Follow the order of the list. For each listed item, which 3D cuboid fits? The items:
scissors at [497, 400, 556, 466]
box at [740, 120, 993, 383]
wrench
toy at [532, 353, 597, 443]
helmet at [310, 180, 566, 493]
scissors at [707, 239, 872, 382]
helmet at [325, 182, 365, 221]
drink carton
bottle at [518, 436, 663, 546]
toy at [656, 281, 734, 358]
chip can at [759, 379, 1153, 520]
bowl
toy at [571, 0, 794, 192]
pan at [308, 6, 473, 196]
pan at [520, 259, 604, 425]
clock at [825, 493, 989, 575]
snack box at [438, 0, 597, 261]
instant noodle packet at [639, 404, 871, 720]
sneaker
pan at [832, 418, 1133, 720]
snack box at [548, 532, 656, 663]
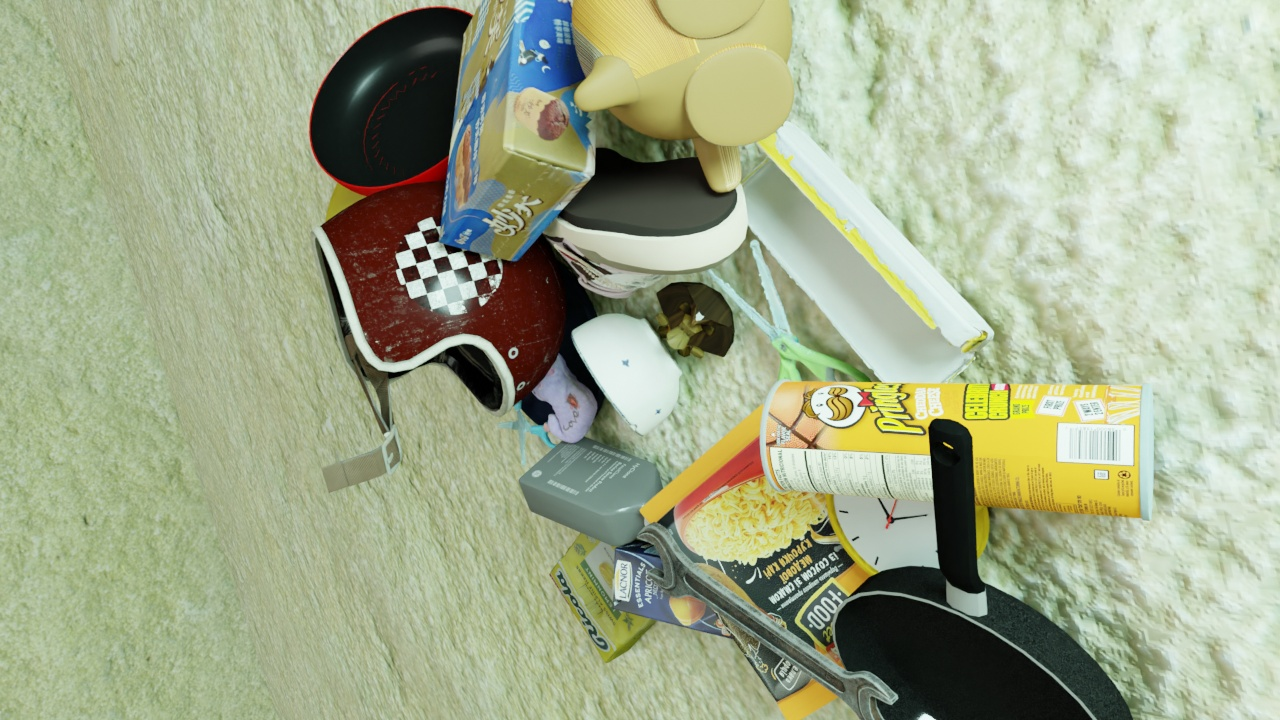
[{"bbox_3d":[-0.125,0.055,0.999,0.135,0.015,0.135,-6,100,46],"label":"scissors"},{"bbox_3d":[0.137,-0.072,0.605,0.079,0.080,0.209,-41,70,10],"label":"box"},{"bbox_3d":[0.092,0.211,0.735,0.273,0.010,0.070,27,131,41],"label":"wrench"},{"bbox_3d":[-0.084,0.035,0.921,0.099,0.036,0.080,46,134,26],"label":"toy"},{"bbox_3d":[-0.190,-0.041,0.822,0.234,0.253,0.234,-14,94,69],"label":"helmet"},{"bbox_3d":[0.117,-0.013,0.694,0.139,0.028,0.170,-2,120,50],"label":"scissors"},{"bbox_3d":[-0.262,-0.149,0.991,0.209,0.139,0.241,52,135,32],"label":"helmet"},{"bbox_3d":[0.037,0.208,0.846,0.130,0.040,0.064,5,95,32],"label":"drink carton"},{"bbox_3d":[-0.027,0.131,0.885,0.174,0.083,0.046,15,134,39],"label":"bottle"},{"bbox_3d":[0.040,-0.028,0.768,0.076,0.062,0.100,43,154,-1],"label":"toy"},{"bbox_3d":[0.186,0.050,0.556,0.215,0.075,0.075,0,106,31],"label":"chip can"},{"bbox_3d":[-0.005,0.005,0.809,0.113,0.063,0.113,55,-176,-7],"label":"bowl"},{"bbox_3d":[0.033,-0.232,0.605,0.203,0.162,0.199,-95,-13,-55],"label":"toy"},{"bbox_3d":[-0.159,-0.240,0.865,0.357,0.067,0.208,10,72,24],"label":"pan"},{"bbox_3d":[-0.151,-0.027,1.021,0.357,0.021,0.199,8,112,48],"label":"pan"},{"bbox_3d":[0.188,0.096,0.647,0.113,0.051,0.152,36,134,36],"label":"clock"},{"bbox_3d":[-0.091,-0.202,0.702,0.155,0.069,0.202,-32,51,57],"label":"snack box"},{"bbox_3d":[0.112,0.170,0.755,0.160,0.032,0.220,-45,73,29],"label":"instant noodle packet"},{"bbox_3d":[-0.007,-0.090,0.730,0.294,0.111,0.116,27,144,57],"label":"sneaker"},{"bbox_3d":[0.208,0.162,0.572,0.204,0.044,0.356,20,139,40],"label":"pan"},{"bbox_3d":[-0.026,0.230,0.965,0.121,0.045,0.181,54,139,19],"label":"snack box"}]
